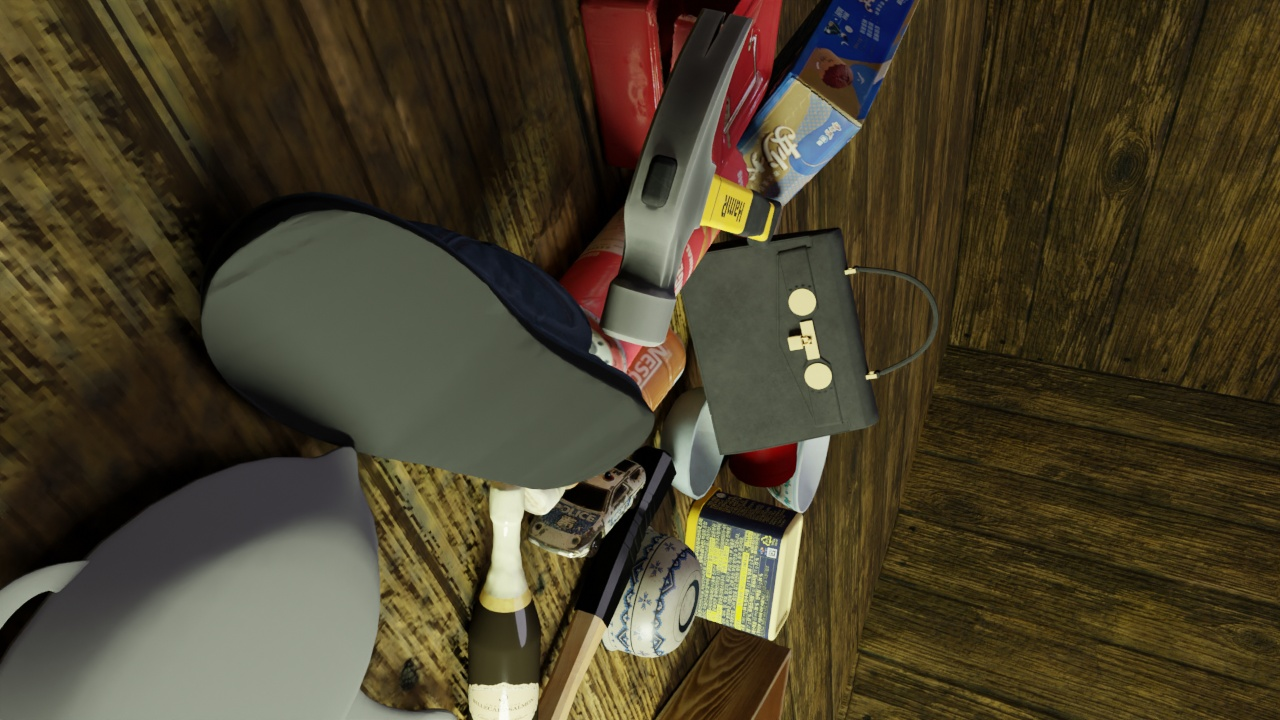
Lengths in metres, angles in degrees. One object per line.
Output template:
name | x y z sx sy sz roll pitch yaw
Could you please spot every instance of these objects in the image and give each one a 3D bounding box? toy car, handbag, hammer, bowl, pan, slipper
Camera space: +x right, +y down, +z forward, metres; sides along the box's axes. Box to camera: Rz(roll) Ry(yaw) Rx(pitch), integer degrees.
toy car | -0.036 0.099 0.650 0.112 0.048 0.041 -44 144 -53
handbag | 0.148 -0.023 0.768 0.072 0.196 0.176 -32 111 -60
hammer | -0.044 0.214 0.708 0.131 0.039 0.327 71 37 -53
bowl | 0.046 0.071 0.841 0.106 0.039 0.106 13 90 -67
pan | -0.152 0.161 0.421 0.216 0.024 0.355 -63 157 -18
bowl | 0.016 0.210 0.815 0.115 0.059 0.115 13 90 -67
slipper | -0.092 -0.012 0.439 0.109 0.083 0.265 -37 147 15
bowl | 0.178 0.107 1.122 0.143 0.074 0.144 13 90 -67
hammer | 0.056 -0.103 0.587 0.324 0.034 0.170 -16 122 -72

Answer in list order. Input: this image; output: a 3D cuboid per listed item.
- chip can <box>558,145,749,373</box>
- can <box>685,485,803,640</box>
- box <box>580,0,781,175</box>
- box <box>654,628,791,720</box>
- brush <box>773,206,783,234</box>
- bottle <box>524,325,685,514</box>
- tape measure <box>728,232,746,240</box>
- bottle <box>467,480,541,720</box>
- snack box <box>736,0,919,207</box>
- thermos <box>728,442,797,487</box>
chip can | 0.005 -0.076 0.631 0.232 0.073 0.073 -56 149 -43
can | 0.107 0.214 0.971 0.075 0.104 0.135 -30 129 -60
box | 0.034 -0.212 0.619 0.130 0.098 0.157 86 24 -43
box | 0.175 0.525 1.007 0.285 0.337 0.279 -24 125 -60
brush | 0.132 -0.108 0.960 0.038 0.012 0.151 -57 159 -46
bottle | -0.030 0.036 0.623 0.166 0.059 0.059 -51 146 -39
tape measure | 0.114 -0.139 0.895 0.058 0.038 0.059 -18 117 -64
bottle | -0.084 0.158 0.571 0.045 0.045 0.185 -32 130 -60
snack box | 0.142 -0.227 0.780 0.155 0.069 0.202 -44 -167 53
thermos | 0.144 0.032 0.978 0.107 0.084 0.199 -19 128 -23
